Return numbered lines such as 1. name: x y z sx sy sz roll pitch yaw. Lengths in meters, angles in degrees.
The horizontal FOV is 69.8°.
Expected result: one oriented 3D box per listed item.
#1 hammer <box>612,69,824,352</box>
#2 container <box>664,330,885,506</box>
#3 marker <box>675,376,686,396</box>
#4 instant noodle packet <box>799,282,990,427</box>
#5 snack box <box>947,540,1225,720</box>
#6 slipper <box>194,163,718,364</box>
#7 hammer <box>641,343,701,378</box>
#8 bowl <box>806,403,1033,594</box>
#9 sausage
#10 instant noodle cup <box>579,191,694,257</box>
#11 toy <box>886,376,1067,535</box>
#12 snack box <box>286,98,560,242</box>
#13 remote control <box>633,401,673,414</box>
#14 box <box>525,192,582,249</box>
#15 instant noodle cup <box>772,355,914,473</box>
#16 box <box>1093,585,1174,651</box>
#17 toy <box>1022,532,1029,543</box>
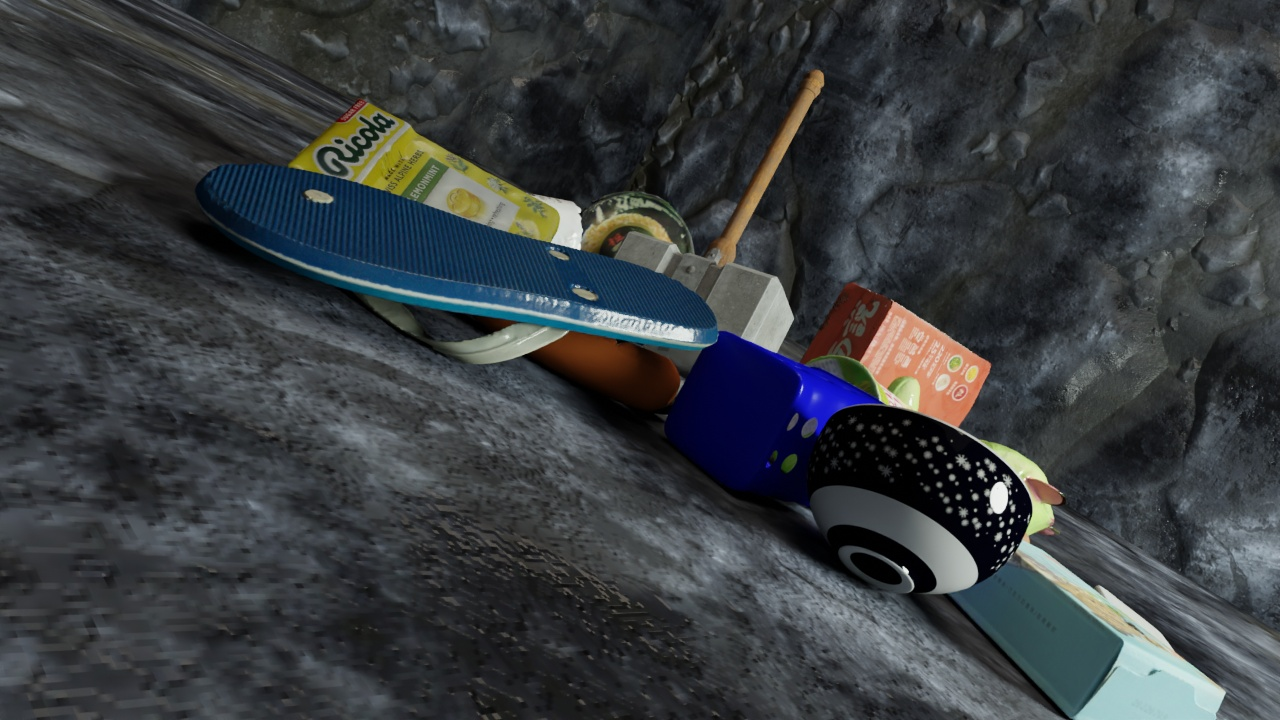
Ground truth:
1. hammer: 0.102 -0.149 0.869 0.163 0.317 0.083 22 -15 27
2. container: 0.088 0.041 0.586 0.113 0.084 0.085 20 11 -45
3. marker: -0.004 0.004 0.719 0.133 0.017 0.020 25 -16 -28
4. instant noodle packet: 0.284 0.036 1.008 0.220 0.164 0.084 24 8 -29
5. snack box: 0.243 0.154 0.541 0.075 0.053 0.174 28 9 -14
6. slipper: -0.091 -0.037 0.510 0.294 0.060 0.118 12 22 -25
7. hammer: 0.154 0.066 0.798 0.323 0.029 0.127 30 -8 -15
8. bowl: 0.141 0.087 0.500 0.120 0.066 0.120 28 -26 15
9. sausage: -0.050 -0.015 0.591 0.164 0.044 0.039 30 -29 4
10. instant noodle cup: -0.015 -0.101 0.977 0.137 0.137 0.112 29 -2 -1
11. toy: 0.312 0.112 0.902 0.197 0.107 0.150 44 -7 29
12. snack box: -0.148 -0.109 0.659 0.181 0.045 0.121 28 37 -9
13. remote control: -0.036 -0.001 0.648 0.147 0.015 0.033 34 9 28
14. box: -0.089 -0.081 0.789 0.155 0.126 0.084 4 15 -24
15. instant noodle cup: 0.170 0.058 0.703 0.108 0.099 0.099 22 11 -39
16. box: 0.360 0.208 0.670 0.064 0.037 0.209 34 9 20
17. toy: 0.245 0.114 0.693 0.095 0.065 0.127 14 15 18
